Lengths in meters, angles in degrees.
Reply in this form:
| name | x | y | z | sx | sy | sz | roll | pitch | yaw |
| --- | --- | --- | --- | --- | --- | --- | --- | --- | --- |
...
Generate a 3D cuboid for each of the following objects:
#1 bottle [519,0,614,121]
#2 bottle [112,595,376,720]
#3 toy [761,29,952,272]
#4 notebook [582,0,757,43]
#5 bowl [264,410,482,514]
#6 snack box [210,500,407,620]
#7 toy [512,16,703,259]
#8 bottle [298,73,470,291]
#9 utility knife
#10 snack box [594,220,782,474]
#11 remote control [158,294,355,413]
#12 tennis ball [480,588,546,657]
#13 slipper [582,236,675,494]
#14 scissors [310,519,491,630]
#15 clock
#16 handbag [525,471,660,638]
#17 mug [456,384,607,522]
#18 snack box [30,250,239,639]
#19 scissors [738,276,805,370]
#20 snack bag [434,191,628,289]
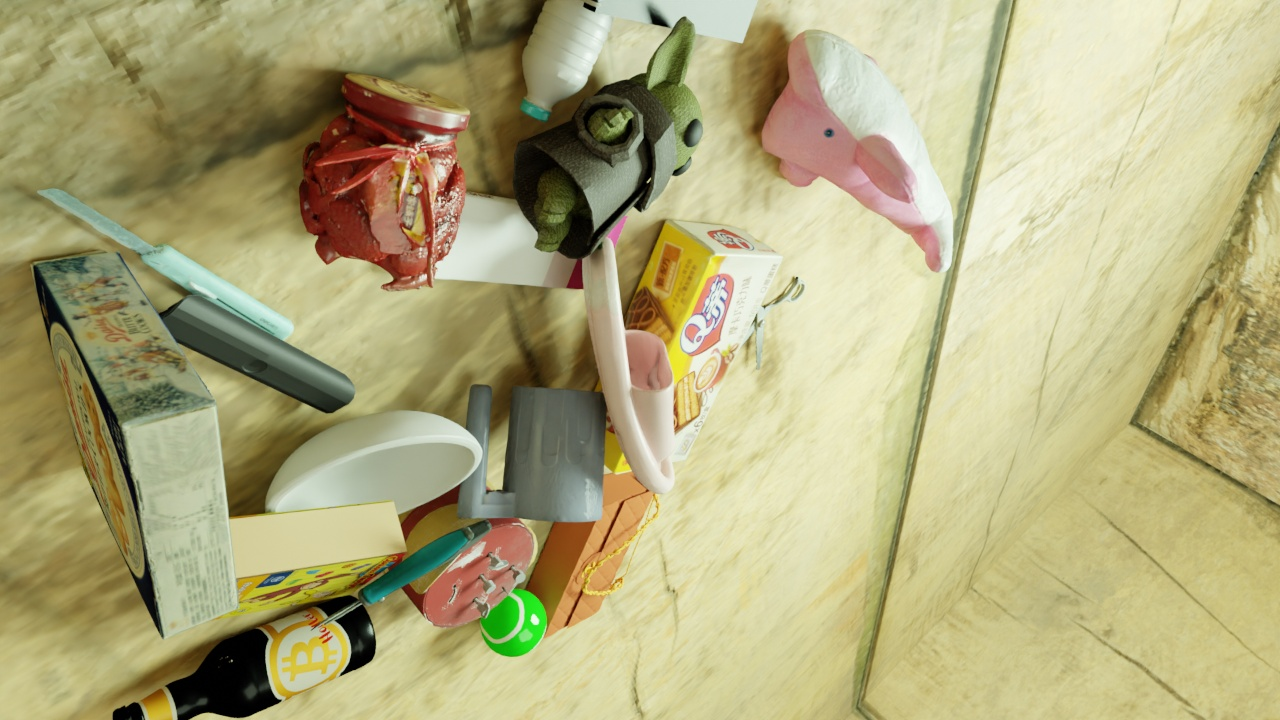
| name | x | y | z | sx | sy | sz | roll | pitch | yaw |
| --- | --- | --- | --- | --- | --- | --- | --- | --- | --- |
| bottle | -0.039 | -0.216 | 0.573 | 0.044 | 0.044 | 0.136 | 6 | 117 | -53 |
| bottle | -0.293 | 0.234 | 0.687 | 0.181 | 0.059 | 0.059 | -14 | 132 | -43 |
| toy | 0.188 | -0.181 | 0.819 | 0.128 | 0.186 | 0.265 | -27 | 134 | 32 |
| notebook | 0.049 | -0.301 | 0.540 | 0.148 | 0.016 | 0.207 | -11 | 130 | -46 |
| bowl | -0.189 | 0.071 | 0.645 | 0.149 | 0.043 | 0.150 | -20 | 159 | -8 |
| snack box | -0.241 | 0.138 | 0.631 | 0.125 | 0.040 | 0.088 | 1 | 150 | -46 |
| toy | -0.019 | -0.134 | 0.620 | 0.152 | 0.078 | 0.180 | -42 | 170 | -24 |
| bottle | -0.143 | -0.096 | 0.518 | 0.098 | 0.099 | 0.111 | -4 | 120 | -49 |
| utility knife | -0.253 | -0.050 | 0.505 | 0.022 | 0.015 | 0.165 | -21 | 148 | 14 |
| snack box | 0.032 | -0.010 | 0.842 | 0.109 | 0.062 | 0.231 | -4 | 125 | -48 |
| remote control | -0.233 | -0.001 | 0.562 | 0.033 | 0.015 | 0.147 | -27 | 149 | 12 |
| tennis ball | -0.126 | 0.260 | 0.908 | 0.065 | 0.065 | 0.065 | -31 | 142 | -28 |
| slipper | -0.004 | 0.004 | 0.725 | 0.056 | 0.106 | 0.222 | -14 | 119 | 2 |
| scissors | -0.168 | 0.155 | 0.683 | 0.155 | 0.019 | 0.124 | -34 | 174 | 30 |
| clock | -0.143 | 0.176 | 0.792 | 0.117 | 0.081 | 0.159 | -46 | 147 | -8 |
| handbag | -0.045 | 0.202 | 0.960 | 0.108 | 0.060 | 0.172 | -7 | 127 | -52 |
| mug | -0.086 | 0.073 | 0.737 | 0.123 | 0.084 | 0.104 | 6 | 87 | -35 |
| snack box | -0.255 | 0.041 | 0.468 | 0.042 | 0.145 | 0.145 | -20 | 136 | -37 |
| scissors | 0.126 | -0.053 | 0.958 | 0.141 | 0.014 | 0.175 | -39 | 143 | -24 |
| snack bag | -0.087 | -0.085 | 0.667 | 0.196 | 0.016 | 0.070 | -1 | 120 | -50 |
